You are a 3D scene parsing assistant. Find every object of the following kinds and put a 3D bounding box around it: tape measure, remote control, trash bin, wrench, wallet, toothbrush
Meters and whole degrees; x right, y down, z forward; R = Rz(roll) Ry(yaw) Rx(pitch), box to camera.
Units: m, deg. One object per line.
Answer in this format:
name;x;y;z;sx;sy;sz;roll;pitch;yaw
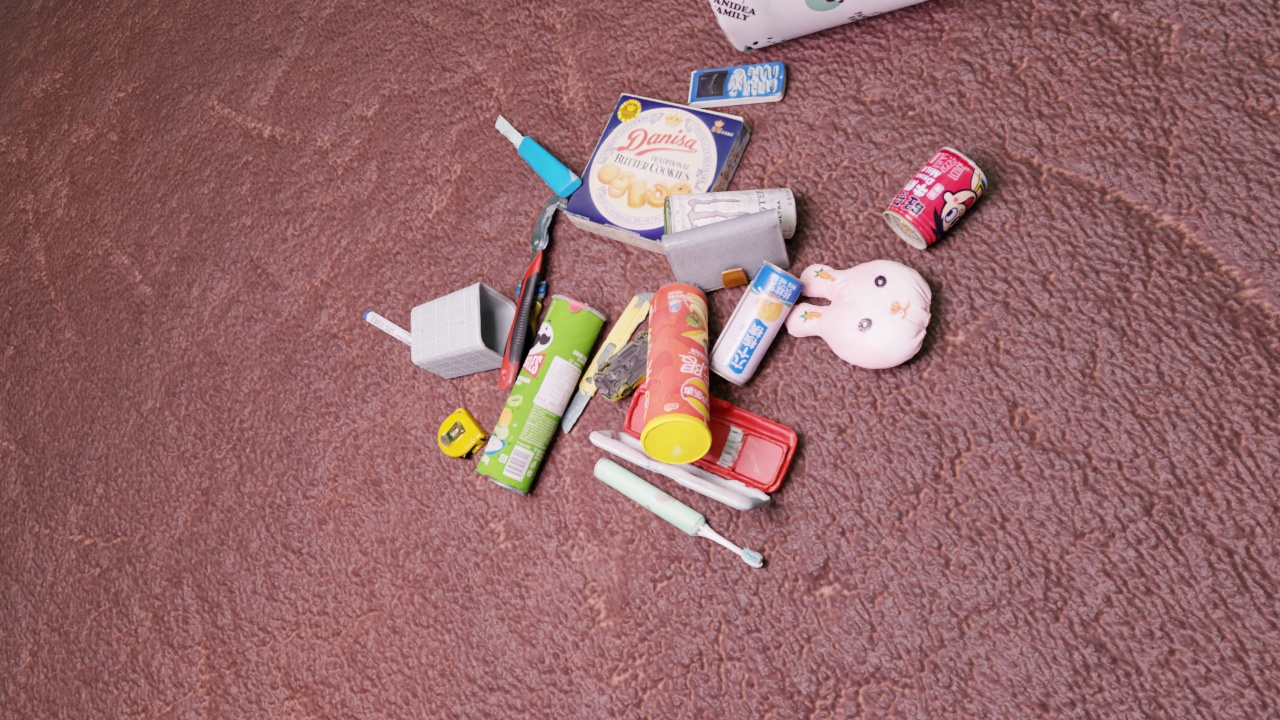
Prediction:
tape measure;-0.227;0.094;1.150;0.057;0.029;0.060;-45;61;4
remote control;0.120;-0.343;1.150;0.125;0.024;0.049;2;74;23
trash bin;0.209;-0.488;1.059;0.252;0.229;0.229;-13;68;25
wrench;-0.138;-0.090;1.147;0.056;0.016;0.272;-16;55;52
wallet;0.099;-0.116;1.035;0.130;0.106;0.037;-13;56;10
toothbrush;0.039;0.168;1.012;0.225;0.027;0.026;28;48;28

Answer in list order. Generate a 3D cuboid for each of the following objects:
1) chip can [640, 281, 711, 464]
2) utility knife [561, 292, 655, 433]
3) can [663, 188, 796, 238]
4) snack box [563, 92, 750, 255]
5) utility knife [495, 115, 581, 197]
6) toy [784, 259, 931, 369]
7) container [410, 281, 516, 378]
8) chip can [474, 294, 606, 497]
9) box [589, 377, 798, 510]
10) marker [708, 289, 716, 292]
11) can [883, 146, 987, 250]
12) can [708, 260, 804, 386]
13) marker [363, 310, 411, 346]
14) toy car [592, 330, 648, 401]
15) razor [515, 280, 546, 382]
chip can;0.041;0.009;0.993;0.073;0.073;0.216;-15;41;18
utility knife;-0.041;0.000;1.113;0.031;0.021;0.201;29;90;34
can;0.101;-0.164;1.050;0.146;0.058;0.058;-4;69;-4
snack box;0.020;-0.232;1.144;0.178;0.045;0.182;20;82;27
utility knife;-0.145;-0.279;1.225;0.034;0.018;0.234;-50;48;9
toy;0.233;-0.054;0.992;0.160;0.054;0.121;13;77;34
container;-0.224;-0.034;1.160;0.112;0.090;0.089;-14;67;22
chip can;-0.119;0.041;1.097;0.072;0.072;0.236;19;82;27
box;0.057;0.087;0.991;0.201;0.100;0.110;21;85;27
marker;0.104;-0.139;1.095;0.018;0.015;0.123;18;83;21
can;0.315;-0.173;0.985;0.094;0.066;0.066;-47;62;3
can;0.126;-0.040;1.020;0.053;0.053;0.134;32;97;28
marker;-0.324;-0.035;1.242;0.146;0.017;0.017;27;85;28
toy car;-0.006;0.006;1.084;0.105;0.032;0.048;-40;61;-7
razor;-0.141;-0.031;1.158;0.043;0.022;0.142;-6;68;27
